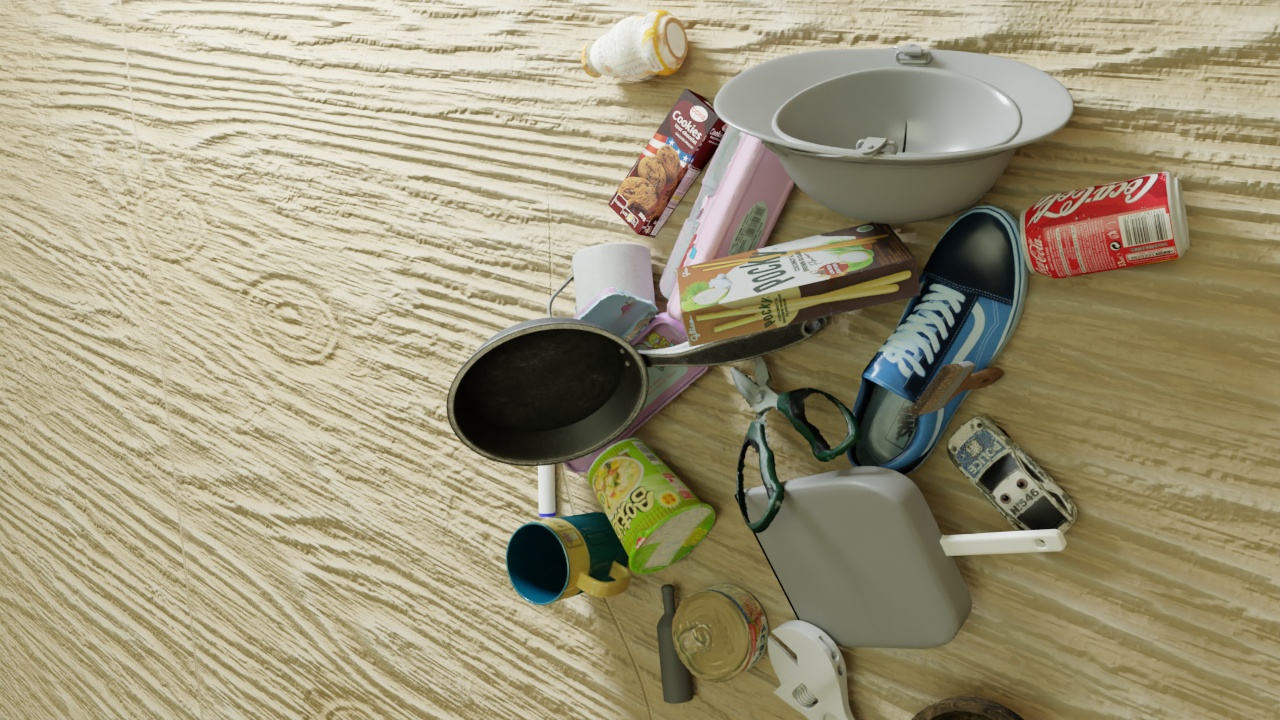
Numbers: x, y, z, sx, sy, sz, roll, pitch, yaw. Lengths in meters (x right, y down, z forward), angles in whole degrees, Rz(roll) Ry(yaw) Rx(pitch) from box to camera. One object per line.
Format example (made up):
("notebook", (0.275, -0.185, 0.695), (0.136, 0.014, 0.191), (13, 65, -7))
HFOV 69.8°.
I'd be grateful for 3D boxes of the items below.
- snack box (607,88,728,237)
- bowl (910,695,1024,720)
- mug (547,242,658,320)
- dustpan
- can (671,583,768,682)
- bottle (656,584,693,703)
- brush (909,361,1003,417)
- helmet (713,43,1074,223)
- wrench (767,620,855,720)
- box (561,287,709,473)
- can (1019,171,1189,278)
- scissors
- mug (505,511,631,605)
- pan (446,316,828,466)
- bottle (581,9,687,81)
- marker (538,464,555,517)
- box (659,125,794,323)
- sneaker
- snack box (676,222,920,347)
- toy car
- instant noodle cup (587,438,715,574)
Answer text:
("snack box", (0.029, -0.196, 0.923), (0.051, 0.031, 0.141), (48, 115, 25))
("bowl", (0.274, 0.325, 0.734), (0.121, 0.056, 0.121), (0, 89, 35))
("mug", (-0.041, -0.074, 0.933), (0.113, 0.084, 0.070), (-6, 83, 7))
("dustpan", (0.212, 0.159, 0.744), (0.258, 0.033, 0.163), (-17, 104, 48))
("can", (0.076, 0.261, 0.881), (0.086, 0.043, 0.086), (-1, 89, 35))
("bottle", (0.033, 0.282, 0.919), (0.030, 0.030, 0.113), (-9, 85, 35))
("brush", (0.250, 0.016, 0.700), (0.008, 0.142, 0.045), (45, 122, 28))
("helmet", (0.197, -0.166, 0.748), (0.271, 0.182, 0.118), (9, 135, 22))
("wrench", (0.203, 0.348, 0.796), (0.273, 0.018, 0.087), (51, 133, 22))
("box", (-0.047, 0.020, 0.923), (0.215, 0.150, 0.048), (-42, 33, 27))
("can", (0.344, -0.098, 0.682), (0.105, 0.064, 0.064), (-8, 85, 35))
("scissors", (0.105, 0.067, 0.817), (0.147, 0.015, 0.209), (-57, 28, 8))
("mug", (-0.061, 0.207, 0.940), (0.114, 0.107, 0.083), (23, 101, 33))
("pan", (-0.005, 0.005, 0.848), (0.357, 0.187, 0.055), (-19, 46, 2))
("bottle", (-0.008, -0.315, 0.932), (0.109, 0.063, 0.063), (0, 89, 36))
("marker", (-0.106, 0.103, 1.025), (0.020, 0.020, 0.141), (-2, 89, 35))
("box", (0.071, -0.138, 0.870), (0.102, 0.086, 0.202), (39, 112, 42))
("sneaker", (0.235, -0.010, 0.738), (0.083, 0.098, 0.241), (30, 106, 32))
("snack box", (0.126, -0.066, 0.768), (0.186, 0.101, 0.032), (-13, 115, 6))
("toy car", (0.293, 0.095, 0.732), (0.049, 0.040, 0.113), (-51, 63, 22))
("instant noodle cup", (0.004, 0.139, 0.908), (0.099, 0.098, 0.108), (-54, 53, 22))
